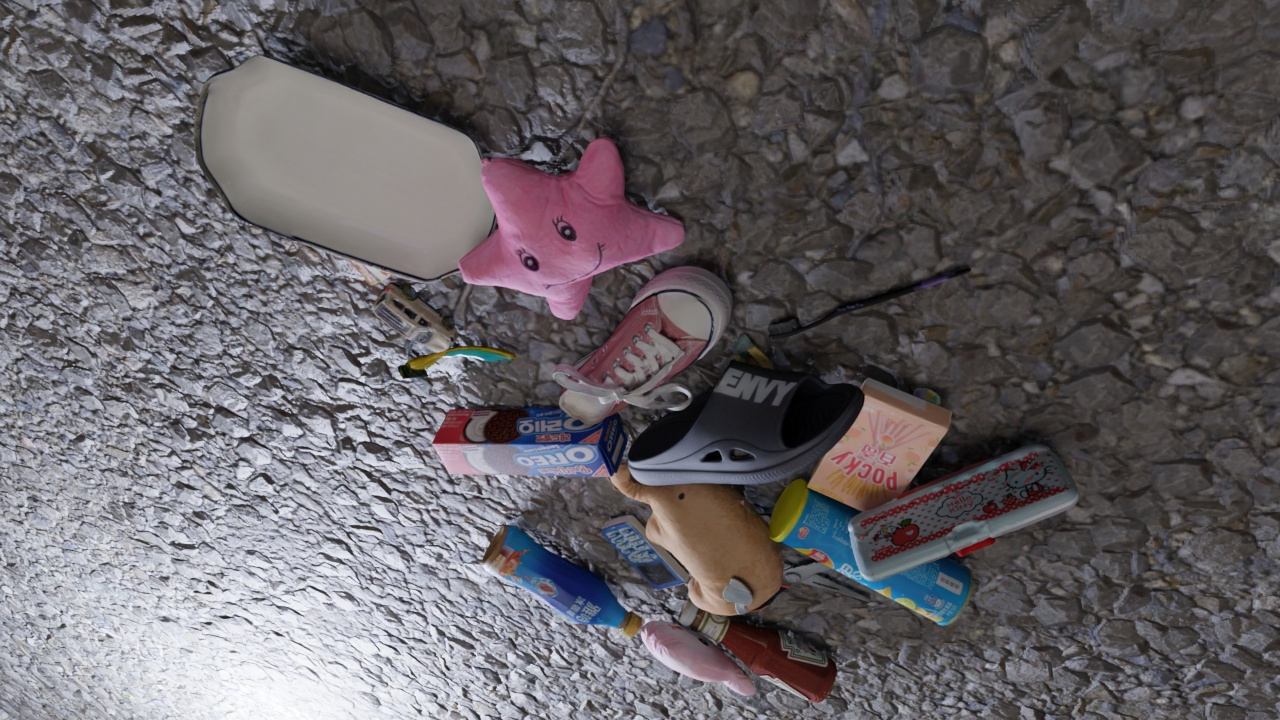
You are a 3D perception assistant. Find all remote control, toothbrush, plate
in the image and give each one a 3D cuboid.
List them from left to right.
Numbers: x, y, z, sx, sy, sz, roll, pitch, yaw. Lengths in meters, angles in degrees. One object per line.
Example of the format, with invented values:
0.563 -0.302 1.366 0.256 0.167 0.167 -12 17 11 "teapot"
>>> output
-0.254 -0.168 0.811 0.265 0.034 0.162 18 123 -9 "plate"
0.006 0.233 1.112 0.049 0.024 0.125 -22 119 34 "remote control"
0.194 -0.051 0.801 0.189 0.014 0.017 -19 109 32 "toothbrush"
0.266 0.101 0.907 0.029 0.020 0.190 42 147 36 "toothbrush"

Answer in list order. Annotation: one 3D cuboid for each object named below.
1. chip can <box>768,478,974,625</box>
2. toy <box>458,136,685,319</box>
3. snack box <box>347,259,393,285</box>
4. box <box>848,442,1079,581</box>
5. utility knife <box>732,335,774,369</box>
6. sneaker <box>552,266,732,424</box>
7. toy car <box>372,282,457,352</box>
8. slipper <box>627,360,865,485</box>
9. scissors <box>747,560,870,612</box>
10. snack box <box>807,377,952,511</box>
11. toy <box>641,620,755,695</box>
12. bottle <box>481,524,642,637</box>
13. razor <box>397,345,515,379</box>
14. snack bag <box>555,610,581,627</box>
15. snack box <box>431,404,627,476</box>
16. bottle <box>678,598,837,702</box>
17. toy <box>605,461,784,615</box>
0.243 0.203 0.970 0.210 0.071 0.071 28 133 -7 "chip can"
-0.079 -0.112 0.791 0.195 0.074 0.178 -30 130 26 "toy"
-0.279 -0.146 0.875 0.075 0.025 0.153 -19 122 31 "snack box"
0.304 0.158 0.853 0.201 0.100 0.095 -27 118 15 "box"
0.146 0.040 0.901 0.031 0.019 0.178 -23 124 41 "utility knife"
-0.005 0.005 0.869 0.118 0.087 0.242 38 133 -15 "sneaker"
-0.231 -0.041 0.946 0.090 0.035 0.042 37 134 -18 "toy car"
0.077 0.057 0.862 0.269 0.110 0.083 -15 119 43 "slipper"
0.159 0.248 1.079 0.226 0.015 0.189 -31 115 36 "scissors"
0.226 0.088 0.882 0.084 0.026 0.158 23 138 7 "snack box"
0.075 0.382 1.182 0.159 0.054 0.121 34 171 -25 "toy"
-0.095 0.288 1.168 0.218 0.065 0.065 33 133 -11 "bottle"
-0.191 -0.001 0.971 0.133 0.043 0.028 -8 86 23 "razor"
-0.104 0.325 1.230 0.045 0.026 0.105 -19 121 42 "snack bag"
-0.122 0.088 1.007 0.208 0.058 0.057 -2 132 21 "snack box"
0.145 0.359 1.154 0.206 0.059 0.060 27 134 0 "bottle"
0.063 0.181 1.006 0.144 0.082 0.226 -33 98 28 "toy"
